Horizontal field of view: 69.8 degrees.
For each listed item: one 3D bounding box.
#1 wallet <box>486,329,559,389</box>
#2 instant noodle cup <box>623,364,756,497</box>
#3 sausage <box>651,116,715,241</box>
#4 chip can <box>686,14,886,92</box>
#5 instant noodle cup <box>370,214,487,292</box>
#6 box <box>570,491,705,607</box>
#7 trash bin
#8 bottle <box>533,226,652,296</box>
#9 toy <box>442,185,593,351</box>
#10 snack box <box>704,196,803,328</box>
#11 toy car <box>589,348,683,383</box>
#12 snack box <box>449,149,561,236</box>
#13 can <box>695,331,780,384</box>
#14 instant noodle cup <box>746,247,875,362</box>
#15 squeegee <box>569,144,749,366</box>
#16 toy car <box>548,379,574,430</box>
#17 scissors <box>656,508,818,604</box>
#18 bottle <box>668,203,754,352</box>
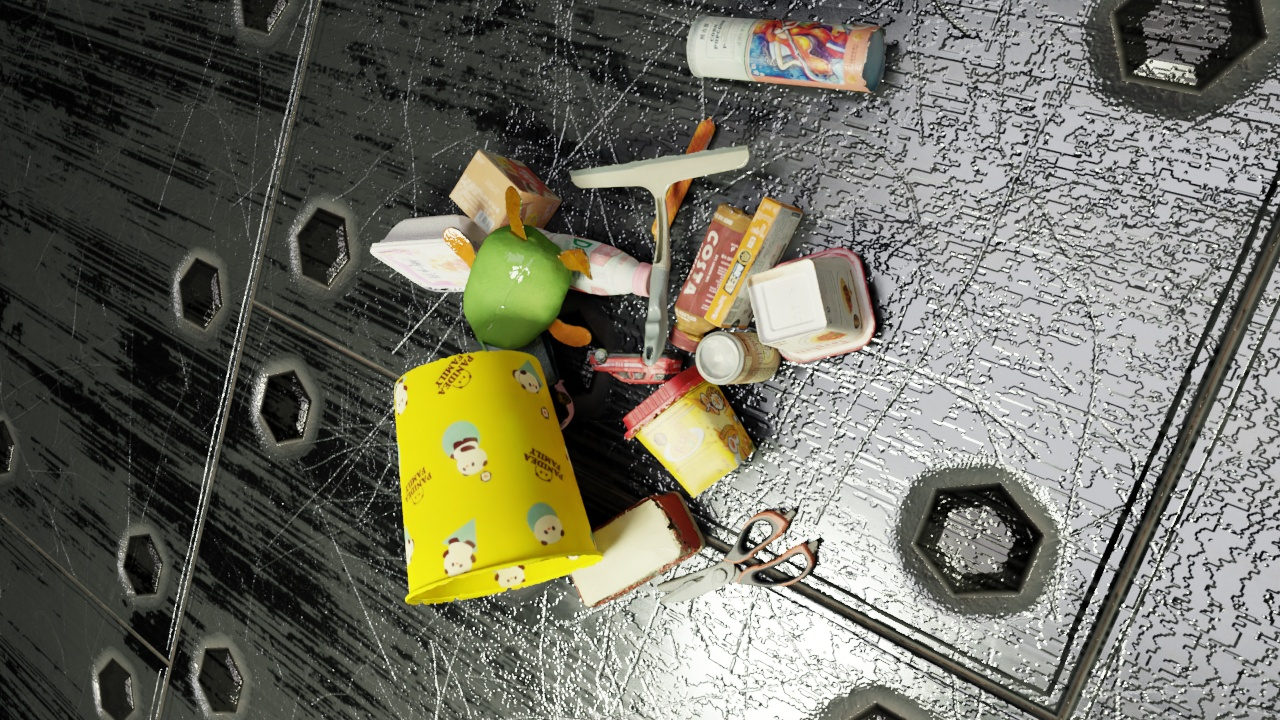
[{"bbox_3d":[-0.159,-0.001,1.227,0.097,0.019,0.120,-32,62,28],"label":"wallet"},{"bbox_3d":[0.063,0.084,1.077,0.116,0.116,0.123,-40,83,25],"label":"instant noodle cup"},{"bbox_3d":[0.052,-0.221,1.121,0.021,0.021,0.165,33,107,26],"label":"sausage"},{"bbox_3d":[0.162,-0.344,1.026,0.215,0.071,0.071,16,99,28],"label":"chip can"},{"bbox_3d":[-0.263,-0.148,1.253,0.174,0.138,0.060,3,69,34],"label":"instant noodle cup"},{"bbox_3d":[-0.014,0.238,1.137,0.169,0.079,0.091,-36,73,27],"label":"box"},{"bbox_3d":[-0.184,0.139,1.098,0.230,0.229,0.255,-24,69,28],"label":"trash bin"},{"bbox_3d":[-0.069,-0.122,1.172,0.197,0.068,0.068,15,99,25],"label":"bottle"},{"bbox_3d":[-0.151,-0.094,1.137,0.227,0.089,0.248,40,134,-1],"label":"toy"},{"bbox_3d":[0.130,-0.109,1.047,0.026,0.075,0.154,32,107,25],"label":"snack box"},{"bbox_3d":[-0.007,0.007,1.143,0.121,0.052,0.045,4,91,31],"label":"toy car"},{"bbox_3d":[-0.178,-0.214,1.214,0.093,0.094,0.077,46,111,22],"label":"snack box"},{"bbox_3d":[0.112,-0.003,1.036,0.059,0.116,0.058,0,90,30],"label":"can"},{"bbox_3d":[0.179,-0.060,0.991,0.117,0.124,0.116,-15,84,30],"label":"instant noodle cup"},{"bbox_3d":[0.022,-0.116,1.089,0.247,0.039,0.246,-1,87,33],"label":"squeegee"},{"bbox_3d":[-0.127,0.042,1.226,0.056,0.037,0.122,-44,58,17],"label":"toy car"},{"bbox_3d":[0.106,0.240,1.105,0.206,0.015,0.195,16,101,29],"label":"scissors"},{"bbox_3d":[0.085,-0.095,1.084,0.057,0.057,0.175,31,106,26],"label":"bottle"}]
